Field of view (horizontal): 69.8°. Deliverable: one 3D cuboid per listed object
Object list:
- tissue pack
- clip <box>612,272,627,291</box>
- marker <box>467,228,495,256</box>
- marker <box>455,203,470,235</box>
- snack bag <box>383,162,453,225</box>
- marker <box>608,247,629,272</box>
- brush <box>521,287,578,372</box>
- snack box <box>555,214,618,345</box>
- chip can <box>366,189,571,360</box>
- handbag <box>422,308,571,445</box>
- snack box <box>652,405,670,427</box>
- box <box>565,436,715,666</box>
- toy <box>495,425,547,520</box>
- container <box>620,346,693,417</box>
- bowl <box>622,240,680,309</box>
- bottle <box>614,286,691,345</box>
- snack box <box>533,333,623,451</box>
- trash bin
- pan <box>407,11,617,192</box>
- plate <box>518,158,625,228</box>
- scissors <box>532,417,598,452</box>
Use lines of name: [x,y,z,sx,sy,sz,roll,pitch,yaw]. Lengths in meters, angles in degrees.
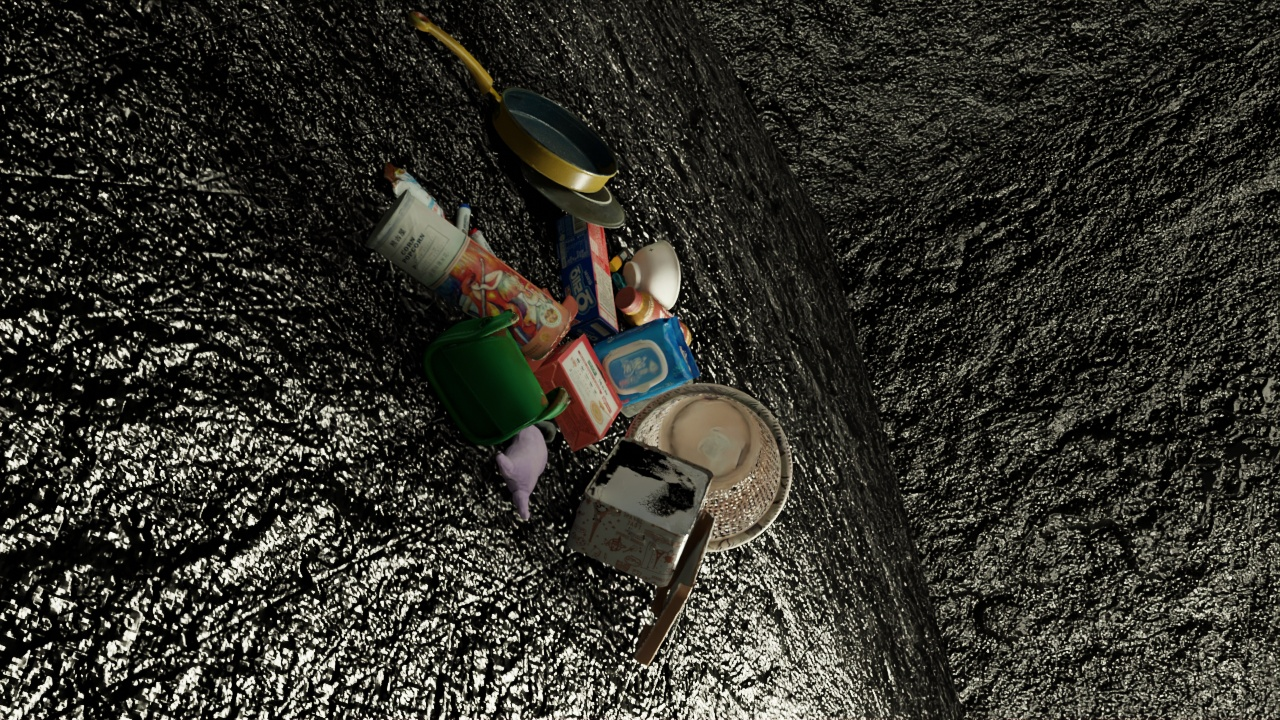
tissue pack: [-0.007,0.007,1.227,0.052,0.157,0.095,-59,126,-72]
clip: [-0.029,-0.116,1.492,0.049,0.015,0.057,5,62,-68]
marker: [-0.170,-0.100,1.143,0.145,0.017,0.017,59,23,-20]
marker: [-0.212,-0.133,1.078,0.017,0.017,0.145,46,29,-41]
snack bag: [-0.248,-0.178,1.027,0.104,0.026,0.048,51,15,-35]
marker: [-0.036,-0.169,1.531,0.018,0.015,0.123,59,20,-12]
brush: [-0.124,-0.031,1.088,0.063,0.069,0.145,58,31,-18]
snack box: [-0.079,-0.123,1.325,0.058,0.057,0.207,42,31,-50]
chip can: [-0.176,-0.085,0.961,0.214,0.071,0.071,37,33,-23]
handbag: [-0.147,0.016,0.940,0.131,0.120,0.067,62,28,-15]
snack box: [0.020,0.031,1.438,0.084,0.026,0.157,32,40,-56]
box: [-0.001,0.229,1.118,0.157,0.193,0.182,24,23,7]
toy: [-0.125,0.113,1.002,0.107,0.039,0.084,-75,151,-65]
container: [0.008,0.008,1.313,0.090,0.114,0.090,47,28,-39]
bowl: [0.009,-0.139,1.516,0.064,0.119,0.118,-6,69,-27]
bottle: [0.020,-0.066,1.493,0.175,0.058,0.057,36,36,-52]
snack box: [-0.078,0.038,1.154,0.113,0.044,0.127,62,17,-9]
trash bin: [0.095,0.131,1.293,0.227,0.228,0.192,65,9,-4]
pan: [-0.178,-0.364,1.296,0.357,0.078,0.197,25,30,-27]
plate: [-0.096,-0.259,1.360,0.179,0.024,0.179,26,28,-16]
scissors: [-0.101,0.072,1.134,0.170,0.014,0.159,61,22,-17]
